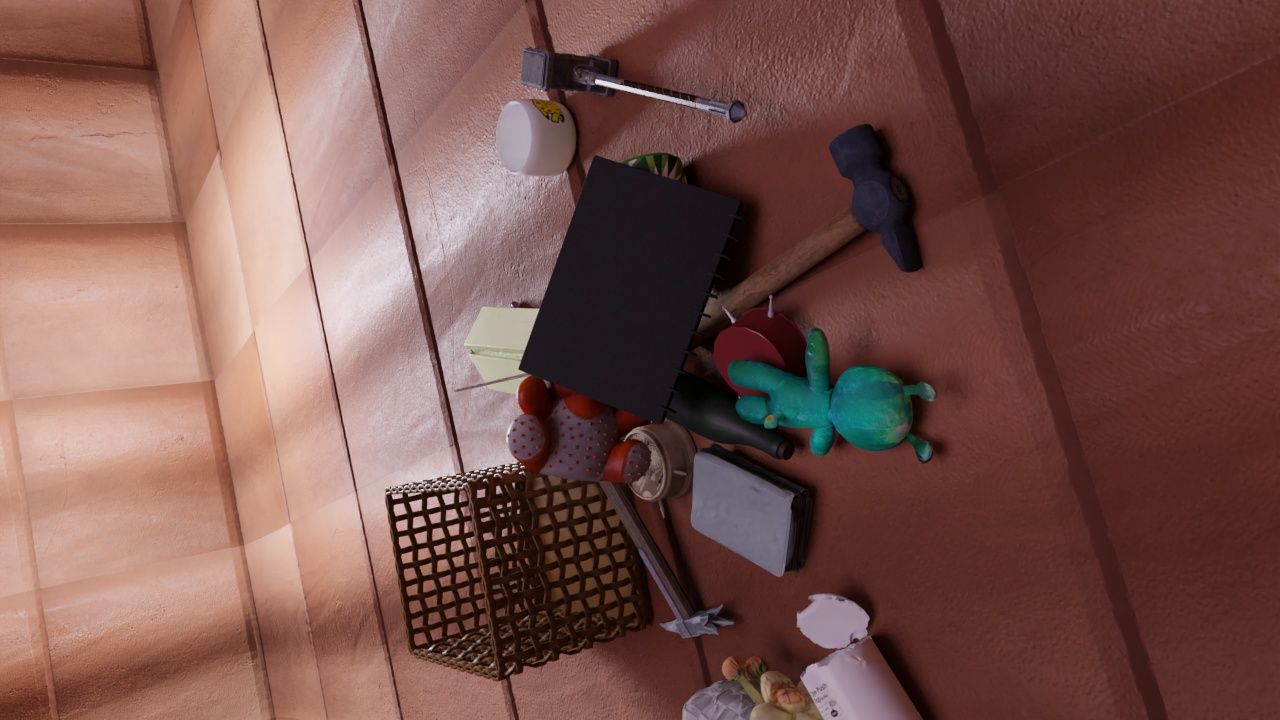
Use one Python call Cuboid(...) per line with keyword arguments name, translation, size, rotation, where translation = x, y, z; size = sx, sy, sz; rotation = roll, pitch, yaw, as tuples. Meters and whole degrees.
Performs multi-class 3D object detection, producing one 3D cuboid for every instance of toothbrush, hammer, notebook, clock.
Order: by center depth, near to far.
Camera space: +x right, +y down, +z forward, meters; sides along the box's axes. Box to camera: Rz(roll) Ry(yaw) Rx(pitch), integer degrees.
Cuboid(name="clock", translation=(0.120, 0.004, 0.875), size=(0.087, 0.044, 0.124), rotation=(-10, 113, 50))
Cuboid(name="hammer", translation=(0.128, -0.079, 0.876), size=(0.323, 0.040, 0.129), rotation=(-36, 72, 50))
Cuboid(name="notebook", translation=(-0.008, -0.071, 0.915), size=(0.169, 0.019, 0.231), rotation=(20, 92, 15))
Cuboid(name="hammer", translation=(-0.002, -0.282, 0.953), size=(0.322, 0.098, 0.044), rotation=(30, 119, 46))
Cuboid(name="clock", translation=(0.006, 0.103, 1.047), size=(0.141, 0.054, 0.093), rotation=(50, 133, 32))
Cuboid(name="hammer", translation=(-0.018, 0.173, 1.048), size=(0.317, 0.028, 0.147), rotation=(59, 150, 6))
Cuboid(name="toothbrush", translation=(-0.143, 0.022, 1.122), size=(0.010, 0.181, 0.010), rotation=(64, 144, 18))

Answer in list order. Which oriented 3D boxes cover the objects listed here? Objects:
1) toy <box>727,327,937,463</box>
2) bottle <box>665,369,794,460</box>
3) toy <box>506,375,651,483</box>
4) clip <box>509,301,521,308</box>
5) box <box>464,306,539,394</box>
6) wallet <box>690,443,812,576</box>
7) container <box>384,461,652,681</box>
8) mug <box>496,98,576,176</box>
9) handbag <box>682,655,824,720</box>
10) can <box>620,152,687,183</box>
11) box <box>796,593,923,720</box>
Cuboid(name="toy", translation=(0.164, 0.041, 0.797), size=(0.194, 0.072, 0.131), rotation=(7, 126, 32))
Cuboid(name="bottle", translation=(0.087, 0.061, 0.935), size=(0.174, 0.055, 0.055), rotation=(26, 116, 46))
Cuboid(name="toy", translation=(-0.060, 0.041, 0.987), size=(0.093, 0.163, 0.172), rotation=(146, 132, -66))
Cuboid(name="clip", translation=(-0.165, -0.059, 1.276), size=(0.045, 0.014, 0.050), rotation=(-2, 97, 52))
Cuboid(name="box", translation=(-0.165, -0.010, 1.236), size=(0.188, 0.061, 0.133), rotation=(8, 105, 45))
Cuboid(name="wallet", translation=(0.111, 0.149, 0.923), size=(0.132, 0.054, 0.100), rotation=(28, 126, 45))
Cuboid(name="container", translation=(-0.158, 0.245, 1.152), size=(0.252, 0.213, 0.219), rotation=(-13, 86, 52))
Cuboid(name="mug", translation=(-0.134, -0.285, 1.149), size=(0.115, 0.068, 0.095), rotation=(58, 136, 29))
Cuboid(name="handbag", translation=(0.119, 0.356, 0.899), size=(0.172, 0.112, 0.123), rotation=(11, 105, 53))
Cuboid(name="can", translation=(0.018, -0.137, 0.965), size=(0.083, 0.082, 0.144), rotation=(-22, 79, 52))
Cuboid(name="box", translation=(0.189, 0.283, 0.827), size=(0.159, 0.091, 0.081), rotation=(59, 141, 17))
